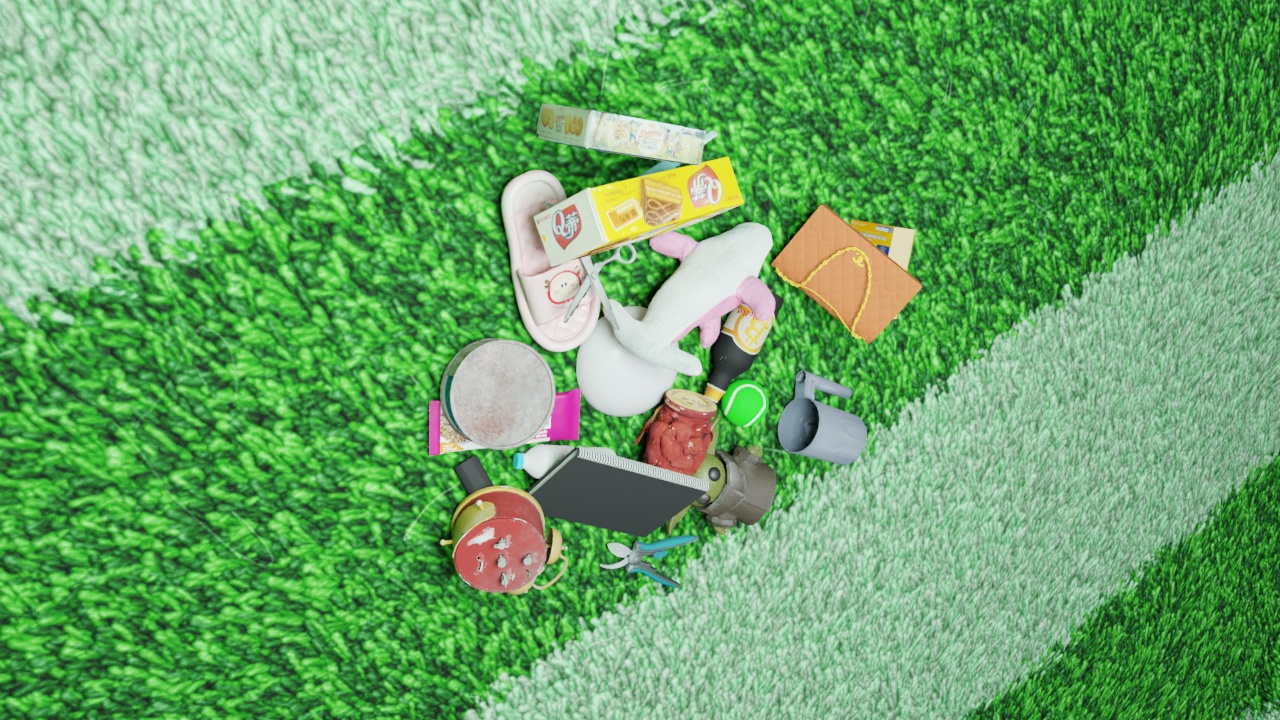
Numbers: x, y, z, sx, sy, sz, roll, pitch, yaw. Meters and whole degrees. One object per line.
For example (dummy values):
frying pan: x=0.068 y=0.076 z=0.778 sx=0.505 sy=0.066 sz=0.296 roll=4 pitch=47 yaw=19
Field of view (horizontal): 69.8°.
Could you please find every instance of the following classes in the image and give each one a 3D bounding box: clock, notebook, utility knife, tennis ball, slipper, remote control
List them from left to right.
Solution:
remote control: x=-0.190 y=0.182 z=1.158 sx=0.033 sy=0.015 sz=0.147 roll=-32 pitch=117 yaw=-17
clock: x=-0.160 y=0.234 z=1.129 sx=0.159 sy=0.081 sz=0.117 roll=38 pitch=102 yaw=-24
slipper: x=-0.103 y=-0.117 z=1.093 sx=0.106 sy=0.056 sz=0.222 roll=-23 pitch=114 yaw=-23
notebook: x=-0.034 y=0.174 z=1.187 sx=0.206 sy=0.016 sz=0.149 roll=19 pitch=135 yaw=-31
utility knife: x=0.033 y=-0.243 z=1.151 sx=0.165 sy=0.015 sz=0.022 roll=-36 pitch=119 yaw=-12
tennis ball: x=0.145 y=0.059 z=1.273 sx=0.065 sy=0.065 sz=0.065 roll=-8 pitch=108 yaw=-26

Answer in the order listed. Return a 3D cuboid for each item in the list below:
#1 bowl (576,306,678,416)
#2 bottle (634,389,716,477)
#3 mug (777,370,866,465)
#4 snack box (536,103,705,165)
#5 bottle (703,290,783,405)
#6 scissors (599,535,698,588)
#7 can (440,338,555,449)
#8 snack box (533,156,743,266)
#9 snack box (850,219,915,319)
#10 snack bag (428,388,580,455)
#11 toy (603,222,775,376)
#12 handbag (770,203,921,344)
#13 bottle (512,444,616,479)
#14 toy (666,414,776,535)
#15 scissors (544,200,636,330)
bowl: x=-0.007 y=0.007 z=1.188 sx=0.149 sy=0.043 sz=0.150 roll=-8 pitch=109 yaw=-26
bottle: x=0.048 y=0.098 z=1.215 sx=0.098 sy=0.099 sz=0.111 roll=5 pitch=110 yaw=-30
mug: x=0.269 y=0.086 z=1.349 sx=0.104 sy=0.084 sz=0.123 roll=18 pitch=69 yaw=-32
snack box: x=-0.024 y=-0.256 z=1.042 sx=0.144 sy=0.144 sz=0.043 roll=3 pitch=105 yaw=-29
bottle: x=0.129 y=-0.014 z=1.246 sx=0.059 sy=0.059 sz=0.181 roll=26 pitch=92 yaw=-32
scissors: x=0.018 y=0.285 z=1.298 sx=0.154 sy=0.019 sz=0.124 roll=-21 pitch=117 yaw=-15
can: x=-0.170 y=0.039 z=1.095 sx=0.129 sy=0.044 sz=0.130 roll=-2 pitch=95 yaw=-28
snack box: x=0.003 y=-0.174 z=1.058 sx=0.229 sy=0.110 sz=0.061 roll=-22 pitch=95 yaw=-40
snack box: x=0.332 y=-0.131 z=1.304 sx=0.040 sy=0.088 sz=0.126 roll=2 pitch=104 yaw=-29
snack bag: x=-0.165 y=0.076 z=1.139 sx=0.196 sy=0.016 sz=0.070 roll=-3 pitch=105 yaw=-28
toy: x=0.079 y=-0.074 z=1.170 sx=0.264 sy=0.187 sz=0.128 roll=-43 pitch=154 yaw=-28
handbag: x=0.275 y=-0.115 z=1.239 sx=0.172 sy=0.060 sz=0.109 roll=39 pitch=108 yaw=1
bottle: x=-0.097 y=0.131 z=1.176 sx=0.136 sy=0.044 sz=0.044 roll=6 pitch=102 yaw=-30
toy: x=0.121 y=0.176 z=1.287 sx=0.152 sy=0.078 sz=0.179 roll=18 pitch=98 yaw=-30
scissors: x=-0.061 y=-0.114 z=1.076 sx=0.141 sy=0.014 sz=0.175 roll=-39 pitch=108 yaw=-35
